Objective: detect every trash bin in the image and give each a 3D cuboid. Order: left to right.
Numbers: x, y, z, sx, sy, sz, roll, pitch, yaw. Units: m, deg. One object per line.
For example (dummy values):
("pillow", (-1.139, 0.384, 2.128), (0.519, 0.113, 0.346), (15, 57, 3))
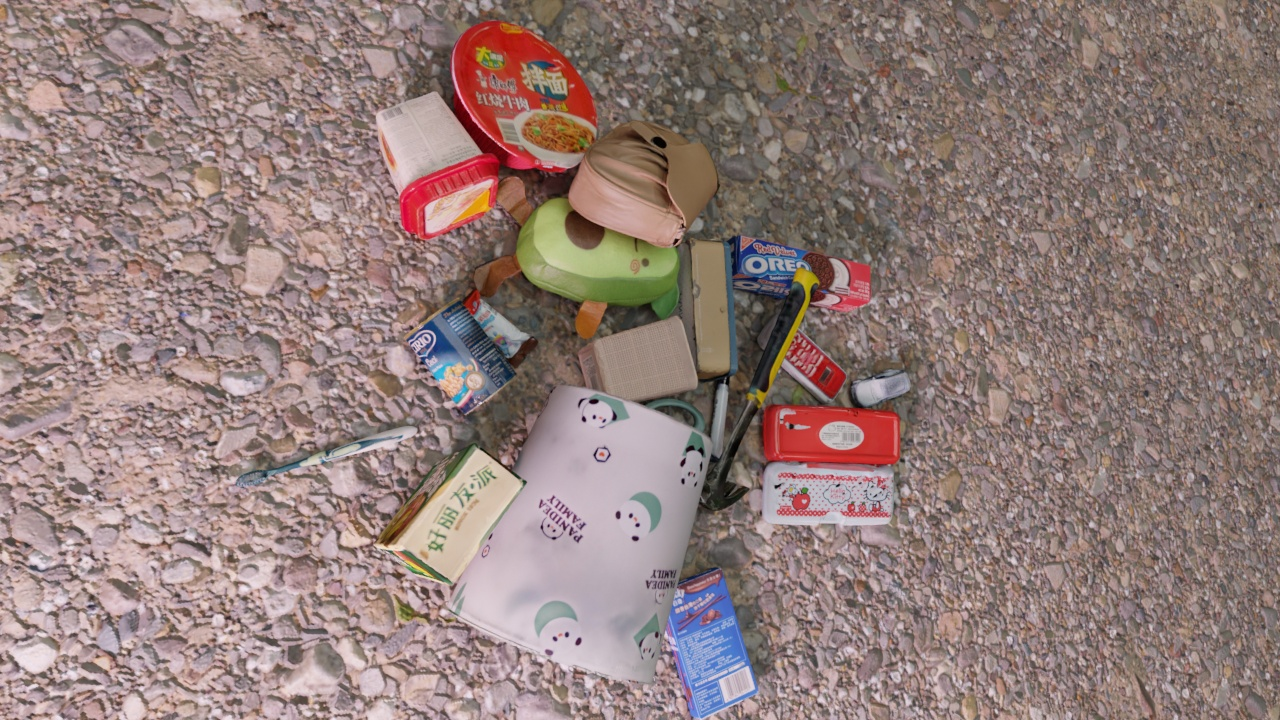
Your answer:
("trash bin", (-0.050, 0.173, 0.951), (0.229, 0.230, 0.251), (24, 78, -17))

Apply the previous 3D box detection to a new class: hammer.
("hammer", (0.145, 0.034, 1.128), (0.322, 0.032, 0.126), (-64, 146, -14))

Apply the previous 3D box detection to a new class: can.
("can", (-0.197, -0.003, 1.017), (0.075, 0.075, 0.111), (-40, 97, -24))

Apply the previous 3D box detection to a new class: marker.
("marker", (0.100, 0.064, 1.160), (0.018, 0.023, 0.130), (10, 79, -10))

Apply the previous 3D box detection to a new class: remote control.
("remote control", (0.216, -0.002, 1.219), (0.136, 0.020, 0.055), (42, 69, -11))

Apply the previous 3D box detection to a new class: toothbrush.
("toothbrush", (-0.330, 0.100, 0.975), (0.191, 0.018, 0.016), (-17, 87, -24))

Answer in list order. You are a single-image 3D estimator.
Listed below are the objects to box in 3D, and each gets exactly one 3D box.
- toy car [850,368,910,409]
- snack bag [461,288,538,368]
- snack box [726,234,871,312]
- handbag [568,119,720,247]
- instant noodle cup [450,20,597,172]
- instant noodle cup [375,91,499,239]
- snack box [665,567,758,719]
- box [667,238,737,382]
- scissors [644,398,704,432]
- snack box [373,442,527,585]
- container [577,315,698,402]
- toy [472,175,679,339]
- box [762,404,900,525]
("toy car", (0.328, 0.038, 1.253), (0.090, 0.034, 0.043), (-16, 91, -23))
("snack bag", (-0.169, -0.039, 1.059), (0.105, 0.026, 0.045), (41, 101, -14))
("snack box", (0.203, -0.113, 1.213), (0.207, 0.058, 0.057), (10, 74, -21))
("handbag", (0.010, -0.213, 1.061), (0.148, 0.100, 0.203), (28, 34, 3))
("instant noodle cup", (-0.146, -0.296, 1.074), (0.193, 0.066, 0.193), (19, 57, -32))
("instant noodle cup", (-0.231, -0.220, 1.024), (0.116, 0.116, 0.124), (-27, 81, -19))
("snack box", (0.080, 0.337, 1.100), (0.084, 0.026, 0.157), (-15, 87, -24))
("box", (0.073, -0.055, 1.132), (0.059, 0.090, 0.184), (-1, 84, -23))
("scissors", (-0.002, 0.089, 1.108), (0.180, 0.019, 0.139), (10, 87, -14))
("snack box", (-0.194, 0.153, 0.901), (0.063, 0.241, 0.114), (39, 69, -10))
("container", (-0.006, 0.006, 1.089), (0.110, 0.090, 0.090), (-13, 87, -21))
("toy", (-0.064, -0.127, 1.081), (0.246, 0.090, 0.226), (11, 69, -11))
("box", (0.251, 0.137, 1.200), (0.200, 0.038, 0.157), (4, 82, -21))
